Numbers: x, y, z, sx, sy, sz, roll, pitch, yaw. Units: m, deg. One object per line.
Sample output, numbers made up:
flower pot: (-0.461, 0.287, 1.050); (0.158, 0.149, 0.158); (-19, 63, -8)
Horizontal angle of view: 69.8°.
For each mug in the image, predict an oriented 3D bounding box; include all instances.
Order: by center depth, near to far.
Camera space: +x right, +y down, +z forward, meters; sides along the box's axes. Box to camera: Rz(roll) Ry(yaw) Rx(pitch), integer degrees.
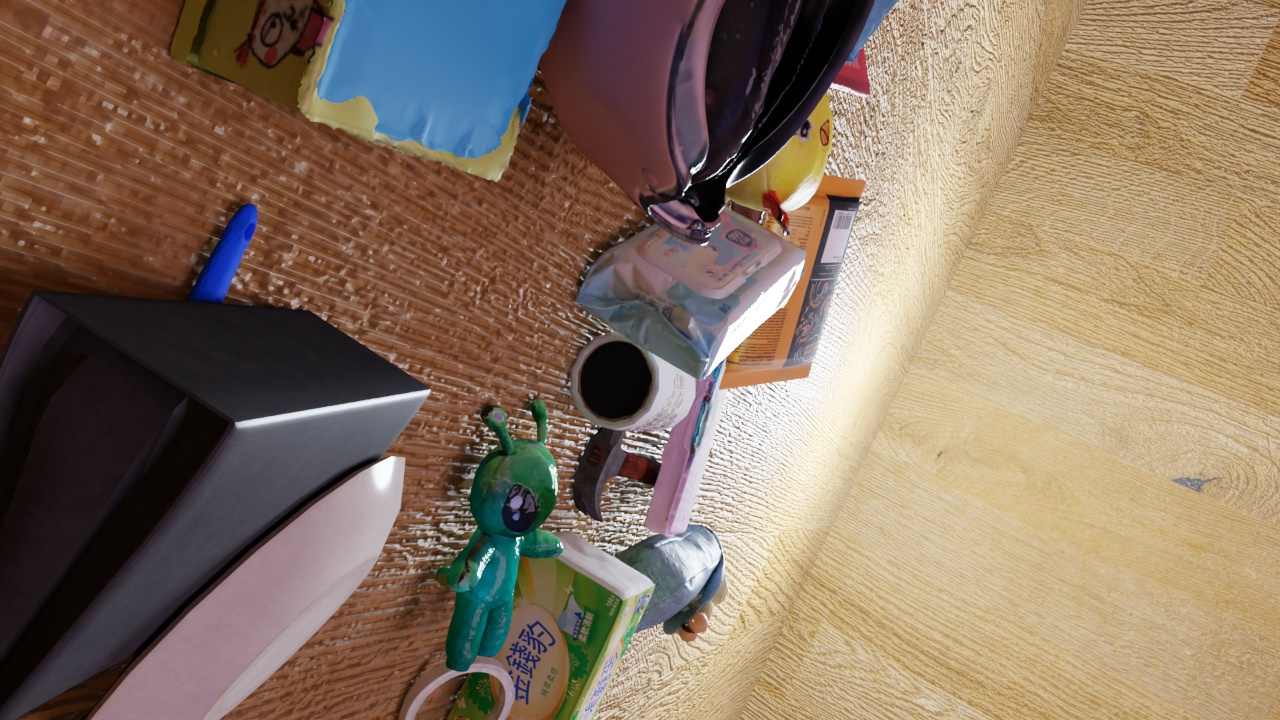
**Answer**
mug: (-0.004, 0.004, 0.741); (0.089, 0.074, 0.105); (14, 75, -68)

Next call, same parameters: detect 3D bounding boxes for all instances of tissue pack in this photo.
tissue pack: (0.044, -0.061, 0.708); (0.181, 0.112, 0.070); (-38, 155, -49)
tissue pack: (-0.067, 0.258, 0.823); (0.198, 0.120, 0.141); (-60, 160, 7)

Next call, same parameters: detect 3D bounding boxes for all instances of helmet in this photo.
helmet: (0.038, -0.190, 0.488); (0.230, 0.152, 0.254); (-60, 165, 24)

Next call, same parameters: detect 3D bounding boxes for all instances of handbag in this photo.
handbag: (-0.187, 0.079, 0.354); (0.196, 0.072, 0.175); (-58, 176, 4)
handbag: (0.123, -0.179, 0.885); (0.119, 0.029, 0.055); (-54, 155, -37)
handbag: (0.030, 0.248, 0.995); (0.122, 0.118, 0.191); (-37, 166, 13)

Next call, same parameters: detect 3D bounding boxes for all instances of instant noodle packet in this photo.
instant noodle packet: (0.155, -0.078, 0.926); (0.159, 0.032, 0.221); (-6, 115, -46)

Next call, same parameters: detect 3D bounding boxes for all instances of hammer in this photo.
hammer: (0.006, 0.113, 0.933); (0.111, 0.028, 0.300); (-64, 159, -3)

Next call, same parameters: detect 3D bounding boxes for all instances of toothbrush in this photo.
toothbrush: (-0.197, 0.019, 0.377); (0.182, 0.018, 0.016); (-64, 179, 0)

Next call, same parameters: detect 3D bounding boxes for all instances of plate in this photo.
plate: (-0.172, 0.121, 0.430); (0.188, 0.027, 0.189); (-47, 177, -3)

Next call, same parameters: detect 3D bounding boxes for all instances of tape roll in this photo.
tape roll: (-0.145, 0.275, 0.728); (0.092, 0.013, 0.093); (-15, 121, -27)

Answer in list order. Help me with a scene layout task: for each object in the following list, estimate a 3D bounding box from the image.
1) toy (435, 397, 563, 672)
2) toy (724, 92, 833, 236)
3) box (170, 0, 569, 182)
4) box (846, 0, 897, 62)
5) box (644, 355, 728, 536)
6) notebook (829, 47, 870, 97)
toy: (-0.103, 0.122, 0.650); (0.130, 0.072, 0.193); (5, 101, -69)
toy: (0.113, -0.207, 0.750); (0.133, 0.092, 0.207); (29, 76, -66)
box: (-0.074, -0.189, 0.347); (0.124, 0.081, 0.221); (0, 117, -63)
box: (0.142, -0.351, 0.621); (0.174, 0.033, 0.231); (-55, 136, -23)
box: (0.066, 0.070, 0.970); (0.159, 0.035, 0.230); (29, 77, -72)
notebook: (0.142, -0.289, 0.720); (0.208, 0.012, 0.153); (-23, 104, -60)
